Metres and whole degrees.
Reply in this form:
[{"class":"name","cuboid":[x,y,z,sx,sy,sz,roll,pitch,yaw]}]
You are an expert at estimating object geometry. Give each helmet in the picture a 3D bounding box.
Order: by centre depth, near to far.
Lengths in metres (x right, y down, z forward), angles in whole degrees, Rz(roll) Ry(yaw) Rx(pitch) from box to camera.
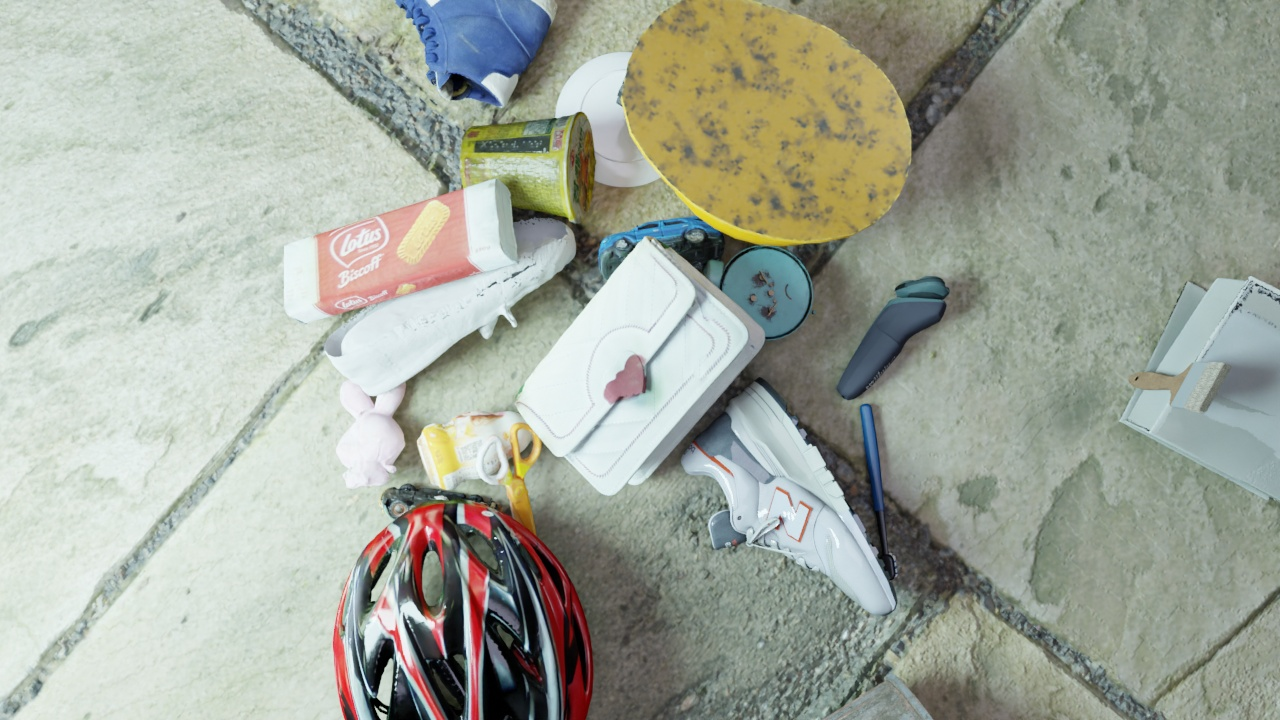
[{"class":"helmet","cuboid":[-0.150,0.254,0.777,0.217,0.167,0.272,-15,90,-5]},{"class":"helmet","cuboid":[0.102,-0.193,0.831,0.255,0.131,0.205,32,77,1]}]

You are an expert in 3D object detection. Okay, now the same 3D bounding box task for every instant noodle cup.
[{"class":"instant noodle cup","cuboid":[-0.104,-0.179,0.848,0.108,0.102,0.102,5,86,11]}]

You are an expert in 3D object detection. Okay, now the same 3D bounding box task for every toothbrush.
[{"class":"toothbrush","cuboid":[0.226,0.124,0.873,0.014,0.014,0.167,-10,83,31]}]

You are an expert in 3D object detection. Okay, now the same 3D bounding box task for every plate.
[{"class":"plate","cuboid":[-0.016,-0.236,0.892,0.134,0.011,0.134,0,86,-1]}]

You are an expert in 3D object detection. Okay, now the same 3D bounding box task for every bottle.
[{"class":"bottle","cuboid":[-0.147,0.076,0.844,0.108,0.063,0.063,-18,87,-18]}]

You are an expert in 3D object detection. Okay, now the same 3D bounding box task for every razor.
[{"class":"razor","cuboid":[0.238,-0.020,0.871,0.052,0.047,0.143,37,89,25]}]

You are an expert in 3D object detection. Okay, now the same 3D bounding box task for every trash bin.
[{"class":"trash bin","cuboid":[0.167,0.384,0.799,0.211,0.131,0.131,-31,88,-5]}]

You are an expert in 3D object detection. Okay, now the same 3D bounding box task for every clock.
[{"class":"clock","cuboid":[0.099,-0.056,0.859,0.124,0.053,0.090,-14,85,-7]}]

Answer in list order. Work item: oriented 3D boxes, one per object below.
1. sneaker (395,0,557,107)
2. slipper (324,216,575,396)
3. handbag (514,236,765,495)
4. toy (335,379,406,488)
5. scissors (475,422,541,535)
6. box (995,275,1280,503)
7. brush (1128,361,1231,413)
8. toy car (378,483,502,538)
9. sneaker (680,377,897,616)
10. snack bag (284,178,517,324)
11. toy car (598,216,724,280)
[{"class":"sneaker","cuboid":[-0.207,-0.318,0.859,0.233,0.091,0.118,20,88,-8]},{"class":"slipper","cuboid":[-0.165,-0.051,0.843,0.246,0.075,0.112,-35,52,-9]},{"class":"handbag","cuboid":[-0.005,0.005,0.809,0.142,0.096,0.199,42,105,12]},{"class":"toy","cuboid":[-0.248,0.066,0.850,0.063,0.047,0.110,-6,69,7]},{"class":"scissors","cuboid":[-0.117,0.119,0.835,0.070,0.013,0.130,-19,118,-33]},{"class":"box","cuboid":[0.566,0.040,0.993,0.169,0.404,0.171,28,86,0]},{"class":"brush","cuboid":[0.475,0.019,0.822,0.008,0.143,0.045,27,94,2]},{"class":"toy car","cuboid":[-0.185,0.147,0.845,0.112,0.047,0.047,10,102,-5]},{"class":"sneaker","cuboid":[0.124,0.145,0.841,0.124,0.089,0.239,-29,79,1]},{"class":"snack bag","cuboid":[-0.219,-0.097,0.825,0.225,0.041,0.077,-13,70,14]},{"class":"toy car","cuboid":[0.019,-0.105,0.866,0.120,0.056,0.043,-11,57,-7]}]
